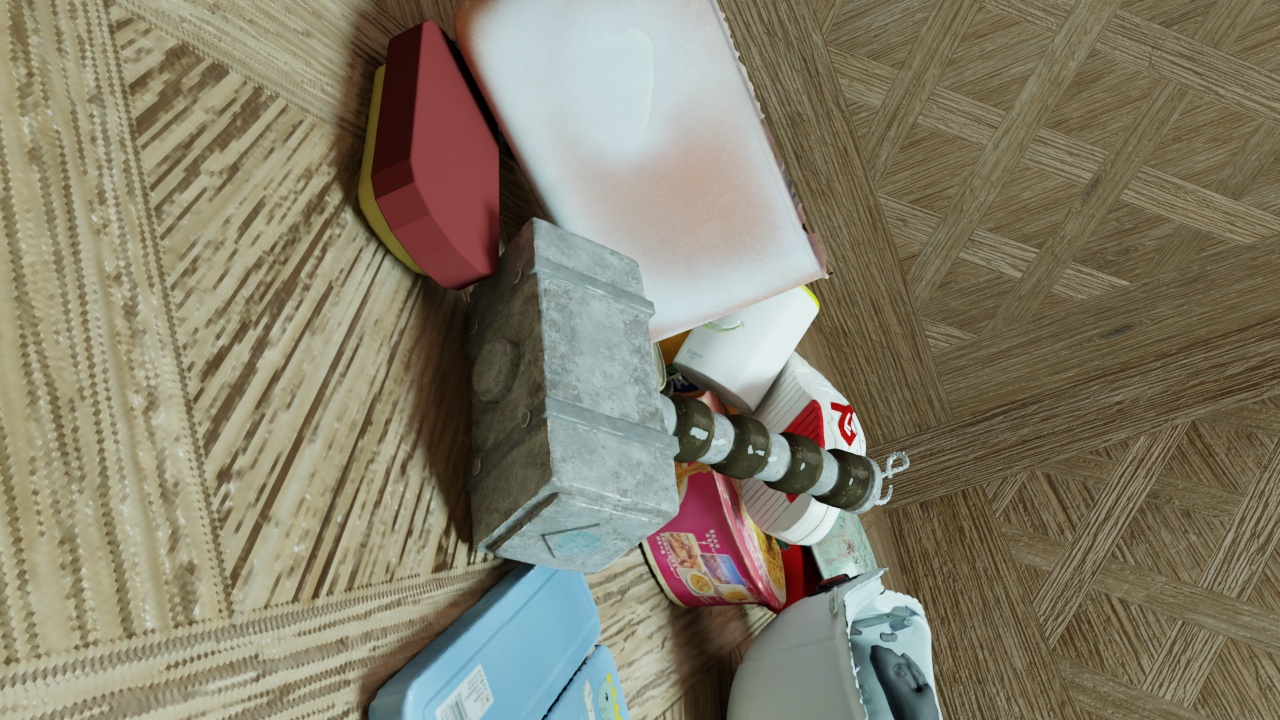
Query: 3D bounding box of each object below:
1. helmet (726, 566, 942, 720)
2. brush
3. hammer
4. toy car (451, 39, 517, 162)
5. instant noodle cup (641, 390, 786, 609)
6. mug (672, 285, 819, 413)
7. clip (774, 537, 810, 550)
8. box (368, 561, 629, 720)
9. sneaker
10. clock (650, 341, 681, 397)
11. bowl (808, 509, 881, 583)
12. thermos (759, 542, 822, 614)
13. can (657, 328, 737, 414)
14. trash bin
[{"bbox_3d":[0.149,0.291,0.694,0.263,0.164,0.236,26,45,-60],"label":"helmet"},{"bbox_3d":[-0.118,-0.114,0.514,0.082,0.042,0.173,53,22,-46],"label":"brush"},{"bbox_3d":[0.051,0.050,0.548,0.326,0.080,0.176,20,45,-32],"label":"hammer"},{"bbox_3d":[-0.107,-0.199,0.694,0.108,0.027,0.060,49,25,-53],"label":"toy car"},{"bbox_3d":[0.049,0.120,0.735,0.178,0.078,0.178,-20,90,-77],"label":"instant noodle cup"},{"bbox_3d":[0.087,-0.021,0.765,0.082,0.106,0.082,32,-8,5],"label":"mug"},{"bbox_3d":[0.132,0.130,0.795,0.027,0.104,0.120,65,21,-7],"label":"clip"},{"bbox_3d":[-0.049,0.169,0.428,0.125,0.021,0.208,68,15,-1],"label":"box"},{"bbox_3d":[0.144,0.079,0.737,0.104,0.090,0.236,35,19,-12],"label":"sneaker"},{"bbox_3d":[-0.005,0.005,0.736,0.141,0.055,0.092,55,21,-37],"label":"clock"},{"bbox_3d":[0.206,0.190,0.929,0.157,0.039,0.157,57,18,-31],"label":"bowl"},{"bbox_3d":[0.130,0.194,0.920,0.198,0.084,0.108,44,17,-54],"label":"thermos"},{"bbox_3d":[0.036,-0.002,0.840,0.079,0.079,0.142,-92,157,-49],"label":"can"},{"bbox_3d":[0.005,-0.156,0.625,0.260,0.157,0.181,62,13,-21],"label":"trash bin"}]
